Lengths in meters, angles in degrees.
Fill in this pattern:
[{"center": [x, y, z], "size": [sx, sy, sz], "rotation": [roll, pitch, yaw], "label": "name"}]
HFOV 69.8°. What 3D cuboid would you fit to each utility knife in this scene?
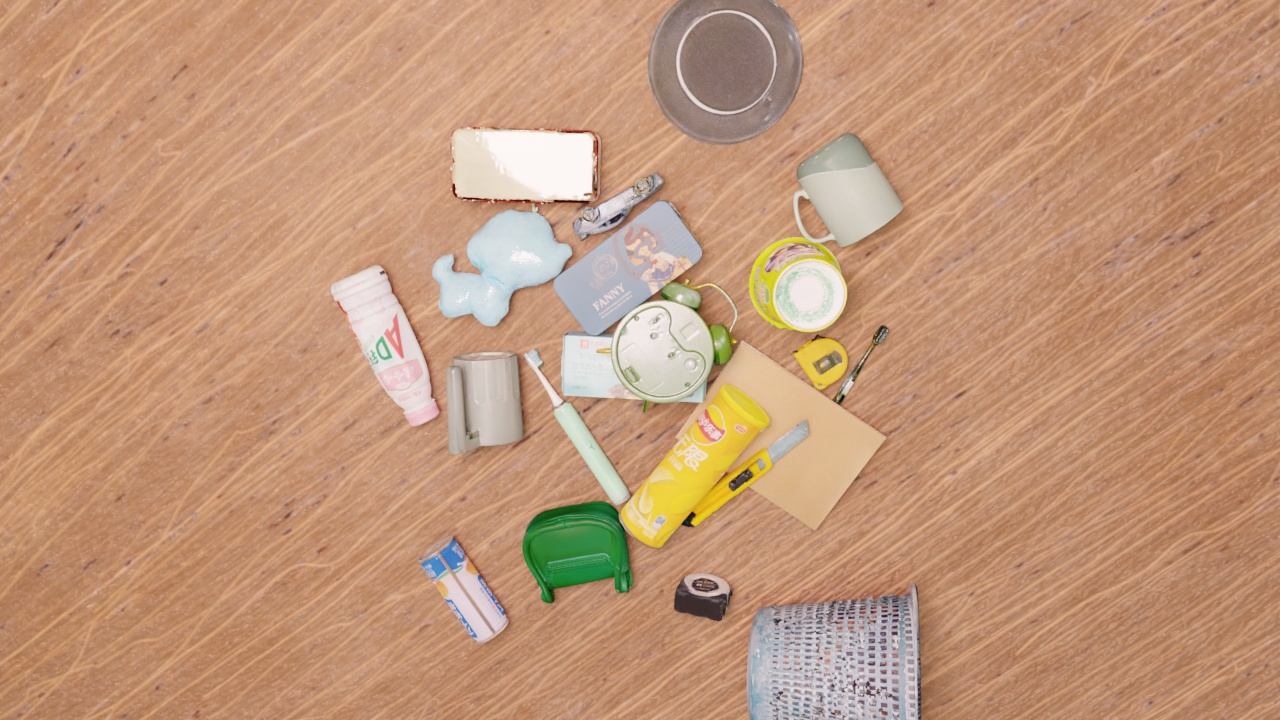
[{"center": [0.125, 0.142, 1.132], "size": [0.215, 0.015, 0.033], "rotation": [-41, 97, 19], "label": "utility knife"}]

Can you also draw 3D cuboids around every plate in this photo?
[{"center": [0.097, -0.340, 1.050], "size": [0.179, 0.024, 0.179], "rotation": [0, 101, 2], "label": "plate"}]

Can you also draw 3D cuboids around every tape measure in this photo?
[{"center": [0.080, 0.296, 1.154], "size": [0.066, 0.065, 0.033], "rotation": [11, 105, 17], "label": "tape measure"}, {"center": [0.221, 0.000, 1.108], "size": [0.057, 0.029, 0.060], "rotation": [-35, 98, 8], "label": "tape measure"}]

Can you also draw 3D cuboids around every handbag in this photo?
[{"center": [-0.079, 0.243, 1.151], "size": [0.131, 0.068, 0.120], "rotation": [-13, 101, 5], "label": "handbag"}]

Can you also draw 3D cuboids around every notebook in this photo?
[{"center": [0.170, 0.094, 1.128], "size": [0.211, 0.012, 0.150], "rotation": [34, 104, 0], "label": "notebook"}]

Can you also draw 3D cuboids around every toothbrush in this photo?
[{"center": [-0.081, 0.084, 1.142], "size": [0.027, 0.026, 0.224], "rotation": [-36, 98, -22], "label": "toothbrush"}, {"center": [0.249, 0.038, 1.120], "size": [0.012, 0.017, 0.186], "rotation": [30, 101, -6], "label": "toothbrush"}]

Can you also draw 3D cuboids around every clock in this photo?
[{"center": [0.039, -0.023, 1.048], "size": [0.161, 0.056, 0.116], "rotation": [-38, 94, 6], "label": "clock"}]

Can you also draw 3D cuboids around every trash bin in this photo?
[{"center": [0.234, 0.378, 1.104], "size": [0.195, 0.226, 0.227], "rotation": [0, 101, 16], "label": "trash bin"}]

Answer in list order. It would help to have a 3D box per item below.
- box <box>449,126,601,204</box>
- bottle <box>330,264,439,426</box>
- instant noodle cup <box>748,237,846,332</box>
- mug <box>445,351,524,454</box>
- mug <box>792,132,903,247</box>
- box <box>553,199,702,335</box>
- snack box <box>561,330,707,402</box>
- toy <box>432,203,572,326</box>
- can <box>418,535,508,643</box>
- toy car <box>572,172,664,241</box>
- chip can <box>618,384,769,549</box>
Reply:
[{"center": [-0.132, -0.227, 1.057], "size": [0.168, 0.077, 0.091], "rotation": [2, 101, 2], "label": "box"}, {"center": [-0.303, -0.015, 1.114], "size": [0.068, 0.068, 0.197], "rotation": [-22, 102, 7], "label": "bottle"}, {"center": [0.184, -0.081, 1.046], "size": [0.112, 0.123, 0.112], "rotation": [1, 101, 3], "label": "instant noodle cup"}, {"center": [-0.192, 0.048, 1.092], "size": [0.084, 0.123, 0.103], "rotation": [2, 99, 20], "label": "mug"}, {"center": [0.223, -0.188, 1.045], "size": [0.112, 0.082, 0.106], "rotation": [-34, 99, 11], "label": "mug"}, {"center": [-0.018, -0.107, 1.084], "size": [0.184, 0.061, 0.090], "rotation": [-38, 96, 7], "label": "box"}, {"center": [-0.007, 0.006, 1.109], "size": [0.175, 0.051, 0.074], "rotation": [3, 100, 2], "label": "snack box"}, {"center": [-0.165, -0.117, 1.093], "size": [0.161, 0.050, 0.156], "rotation": [13, 92, 5], "label": "toy"}, {"center": [-0.225, 0.294, 1.176], "size": [0.053, 0.053, 0.134], "rotation": [-31, 98, 8], "label": "can"}, {"center": [-0.025, -0.180, 1.073], "size": [0.121, 0.054, 0.037], "rotation": [-31, 95, 7], "label": "toy car"}, {"center": [0.062, 0.129, 1.111], "size": [0.072, 0.072, 0.214], "rotation": [38, 106, -5], "label": "chip can"}]
